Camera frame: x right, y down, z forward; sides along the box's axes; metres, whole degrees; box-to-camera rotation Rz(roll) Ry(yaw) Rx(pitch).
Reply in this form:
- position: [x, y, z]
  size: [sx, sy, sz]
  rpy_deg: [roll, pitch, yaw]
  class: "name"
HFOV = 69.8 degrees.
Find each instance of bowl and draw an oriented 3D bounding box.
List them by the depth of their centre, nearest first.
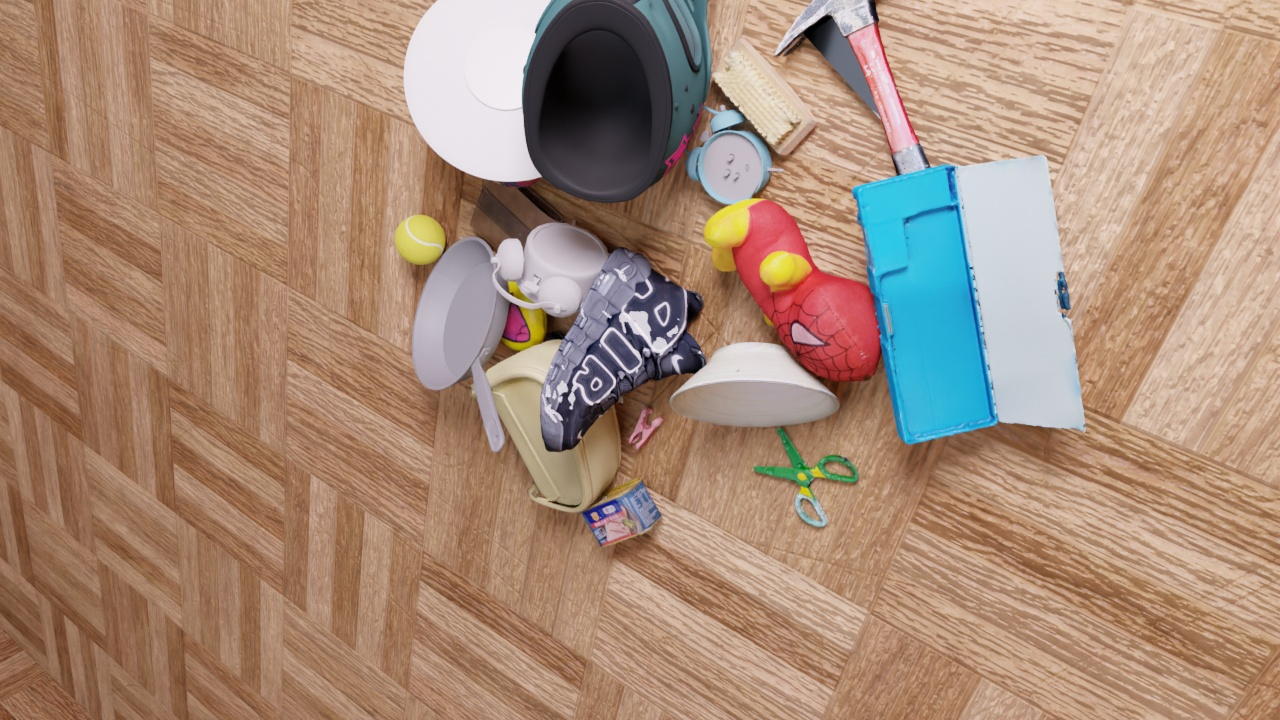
- position: [0.119, 0.022, 0.967]
  size: [0.177, 0.176, 0.057]
  rpy_deg: [-11, 67, 37]
  class: "bowl"

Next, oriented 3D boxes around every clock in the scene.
- position: [0.084, -0.213, 0.946]
  size: [0.123, 0.041, 0.088]
  rpy_deg: [45, 127, 12]
  class: "clock"
- position: [-0.101, -0.100, 1.048]
  size: [0.120, 0.158, 0.061]
  rpy_deg: [37, 134, 17]
  class: "clock"

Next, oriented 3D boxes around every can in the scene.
- position: [-0.026, 0.196, 1.179]
  size: [0.100, 0.053, 0.059]
  rpy_deg: [-27, 94, 39]
  class: "can"

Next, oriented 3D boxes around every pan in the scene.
- position: [-0.202, -0.010, 1.115]
  size: [0.201, 0.050, 0.356]
  rpy_deg: [-54, 43, 22]
  class: "pan"

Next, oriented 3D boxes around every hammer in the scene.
- position: [0.238, -0.194, 0.855]
  size: [0.141, 0.036, 0.326]
  rpy_deg: [-18, 98, 36]
  class: "hammer"

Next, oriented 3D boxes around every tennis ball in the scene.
- position: [-0.290, -0.159, 1.209]
  size: [0.065, 0.065, 0.065]
  rpy_deg: [13, 115, 30]
  class: "tennis ball"

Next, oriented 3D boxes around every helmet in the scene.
- position: [-0.018, -0.297, 0.868]
  size: [0.176, 0.199, 0.275]
  rpy_deg: [14, 141, 2]
  class: "helmet"

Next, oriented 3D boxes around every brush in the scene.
- position: [0.118, -0.260, 0.906]
  size: [0.117, 0.039, 0.049]
  rpy_deg: [50, 126, 6]
  class: "brush"

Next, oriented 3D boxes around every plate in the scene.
- position: [-0.142, -0.308, 0.982]
  size: [0.229, 0.030, 0.229]
  rpy_deg: [0, 88, -1]
  class: "plate"

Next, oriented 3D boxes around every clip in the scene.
- position: [0.002, 0.081, 1.134]
  size: [0.060, 0.023, 0.044]
  rpy_deg: [-37, 81, 37]
  class: "clip"

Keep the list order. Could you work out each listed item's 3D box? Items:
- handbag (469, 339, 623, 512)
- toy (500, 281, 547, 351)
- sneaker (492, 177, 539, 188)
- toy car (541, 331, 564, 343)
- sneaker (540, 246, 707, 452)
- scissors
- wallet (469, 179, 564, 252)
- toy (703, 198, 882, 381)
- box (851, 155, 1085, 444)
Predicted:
- position: [-0.108, 0.086, 1.155]
  size: [0.191, 0.088, 0.233]
  rpy_deg: [-1, 123, 39]
  class: "handbag"
- position: [-0.155, -0.057, 1.170]
  size: [0.094, 0.041, 0.096]
  rpy_deg: [47, 130, 19]
  class: "toy"
- position: [-0.151, -0.317, 1.036]
  size: [0.091, 0.116, 0.242]
  rpy_deg: [28, 133, 61]
  class: "sneaker"
- position: [-0.118, 0.005, 1.176]
  size: [0.042, 0.036, 0.092]
  rpy_deg: [39, 126, 16]
  class: "toy car"
- position: [-0.006, 0.006, 1.004]
  size: [0.151, 0.252, 0.097]
  rpy_deg: [20, 158, 11]
  class: "sneaker"
- position: [0.186, 0.135, 1.035]
  size: [0.126, 0.011, 0.130]
  rpy_deg: [3, 110, 32]
  class: "scissors"
- position: [-0.155, -0.170, 1.138]
  size: [0.121, 0.026, 0.099]
  rpy_deg: [41, 128, 15]
  class: "wallet"
- position: [0.158, -0.067, 0.907]
  size: [0.099, 0.147, 0.216]
  rpy_deg: [-45, 77, 7]
  class: "toy"
- position: [0.293, -0.052, 0.819]
  size: [0.171, 0.070, 0.243]
  rpy_deg: [-7, 105, 30]
  class: "box"
